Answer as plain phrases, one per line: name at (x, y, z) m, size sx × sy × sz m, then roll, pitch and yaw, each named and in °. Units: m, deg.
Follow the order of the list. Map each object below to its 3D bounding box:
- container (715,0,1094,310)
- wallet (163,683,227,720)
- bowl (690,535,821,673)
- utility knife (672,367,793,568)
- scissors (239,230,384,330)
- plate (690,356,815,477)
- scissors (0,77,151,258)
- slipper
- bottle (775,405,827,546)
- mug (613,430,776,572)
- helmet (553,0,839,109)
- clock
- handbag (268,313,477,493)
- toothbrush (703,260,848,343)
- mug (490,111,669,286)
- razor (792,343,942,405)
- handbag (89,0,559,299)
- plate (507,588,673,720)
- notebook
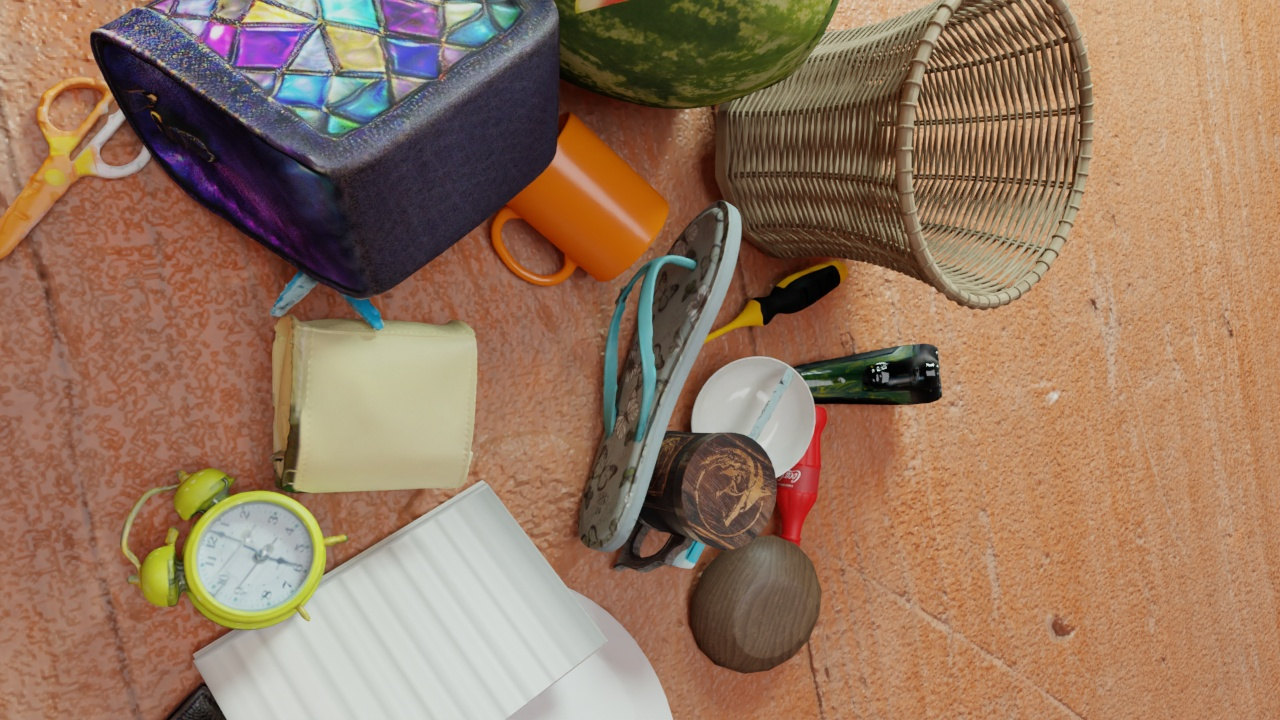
container at (0.190, -0.162, 0.696) m, size 0.226 × 0.196 × 0.227 m, roll -9°, pitch 105°, yaw -36°
wallet at (-0.268, 0.268, 0.543) m, size 0.119 × 0.031 × 0.099 m, roll -49°, pitch 113°, yaw -24°
bowl at (0.099, 0.201, 0.737) m, size 0.117 × 0.030 × 0.118 m, roll -3°, pitch 100°, yaw -19°
utility knife at (0.072, 0.083, 0.725) m, size 0.022 × 0.015 × 0.181 m, roll 29°, pitch 89°, yaw -21°
scissors at (-0.202, -0.067, 0.566) m, size 0.137 × 0.011 × 0.133 m, roll 28°, pitch 36°, yaw -6°
plate at (0.088, 0.047, 0.743) m, size 0.104 × 0.026 × 0.104 m, roll -2°, pitch 99°, yaw -12°
scissors at (-0.333, -0.103, 0.526) m, size 0.064 × 0.013 × 0.127 m, roll 34°, pitch 72°, yaw -24°
slipper at (-0.004, 0.004, 0.669) m, size 0.054 × 0.098 × 0.268 m, roll 21°, pitch 87°, yaw -24°
bottle at (0.132, 0.097, 0.770) m, size 0.036 × 0.036 × 0.119 m, roll 11°, pitch 83°, yaw -29°
mug at (0.028, 0.106, 0.669) m, size 0.080 × 0.107 × 0.115 m, roll 32°, pitch 73°, yaw -25°
helmet at (0.002, -0.277, 0.590) m, size 0.247 × 0.243 × 0.214 m, roll 11°, pitch 120°, yaw -22°
clock at (-0.241, 0.113, 0.542) m, size 0.119 × 0.057 × 0.083 m, roll 23°, pitch 68°, yaw -16°
handbag at (-0.171, 0.027, 0.579) m, size 0.119 × 0.081 × 0.111 m, roll 1°, pitch 95°, yaw -31°
toothbrush at (0.099, -0.041, 0.760) m, size 0.196 × 0.031 × 0.031 m, roll -27°, pitch 118°, yaw -25°
mug at (-0.052, -0.103, 0.656) m, size 0.096 × 0.077 × 0.113 m, roll 39°, pitch 99°, yaw -23°
razor at (0.197, 0.015, 0.795) m, size 0.151 × 0.067 × 0.054 m, roll -3°, pitch 86°, yaw -22°
handbag at (-0.175, -0.172, 0.535) m, size 0.222 × 0.126 × 0.204 m, roll 38°, pitch 63°, yaw 16°
plate at (-0.066, 0.261, 0.603) m, size 0.242 × 0.016 × 0.242 m, roll 21°, pitch 52°, yaw -29°
notebook at (-0.145, 0.181, 0.576) m, size 0.209 × 0.009 × 0.142 m, roll -30°, pitch 68°, yaw -29°
